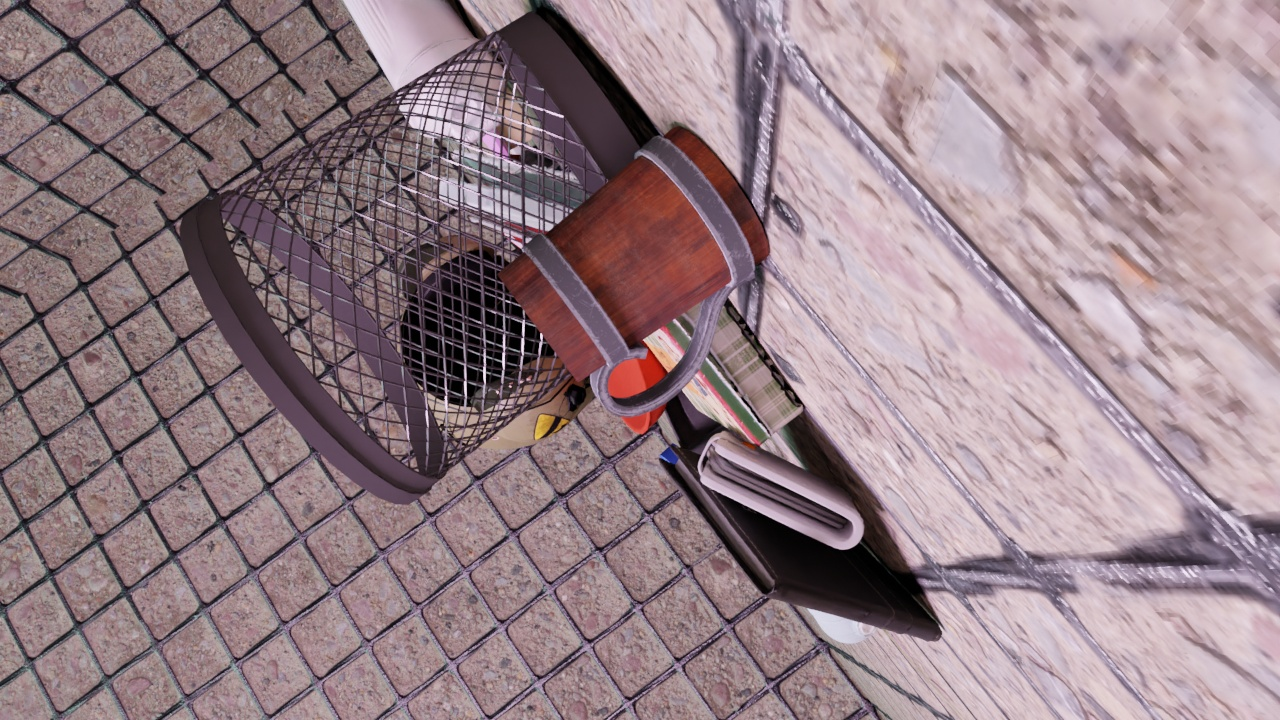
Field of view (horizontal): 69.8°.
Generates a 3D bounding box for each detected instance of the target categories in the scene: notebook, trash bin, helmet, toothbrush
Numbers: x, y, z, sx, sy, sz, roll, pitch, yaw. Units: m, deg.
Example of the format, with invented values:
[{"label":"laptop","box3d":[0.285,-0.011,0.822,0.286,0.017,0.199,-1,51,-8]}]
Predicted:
[{"label":"notebook","box3d":[0.122,0.142,0.713,0.209,0.029,0.169,29,-167,-39]},{"label":"trash bin","box3d":[-0.109,-0.066,0.566,0.218,0.227,0.218,55,180,0]},{"label":"helmet","box3d":[-0.135,-0.025,0.993,0.250,0.255,0.233,53,174,22]},{"label":"toothbrush","box3d":[-0.042,-0.142,0.791,0.186,0.015,0.016,51,-179,25]}]

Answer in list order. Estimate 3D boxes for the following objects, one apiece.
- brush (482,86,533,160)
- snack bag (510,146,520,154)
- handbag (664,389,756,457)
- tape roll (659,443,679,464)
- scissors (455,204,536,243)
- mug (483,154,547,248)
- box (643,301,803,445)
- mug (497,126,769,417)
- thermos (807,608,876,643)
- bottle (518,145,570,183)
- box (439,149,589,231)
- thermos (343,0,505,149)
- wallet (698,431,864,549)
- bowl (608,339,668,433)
[{"label":"brush","box3d":[-0.185,-0.293,0.927,0.228,0.043,0.089,51,176,27]},{"label":"snack bag","box3d":[-0.123,-0.209,1.141,0.196,0.016,0.070,56,174,-36]},{"label":"handbag","box3d":[0.038,0.022,0.969,0.195,0.072,0.176,58,177,24]},{"label":"tape roll","box3d":[0.056,0.118,0.859,0.093,0.016,0.091,42,171,36]},{"label":"scissors","box3d":[-0.056,-0.092,0.798,0.199,0.015,0.179,21,180,39]},{"label":"mug","box3d":[-0.098,-0.151,0.933,0.116,0.080,0.096,29,-171,-28]},{"label":"box","box3d":[0.049,-0.002,0.704,0.117,0.050,0.205,55,177,-10]},{"label":"mug","box3d":[0.003,-0.036,0.458,0.117,0.111,0.081,55,176,-32]},{"label":"thermos","box3d":[0.171,0.198,0.903,0.207,0.065,0.078,55,167,-27]},{"label":"bottle","box3d":[-0.073,-0.149,0.855,0.112,0.047,0.047,54,177,-16]},{"label":"box","box3d":[-0.090,-0.131,0.765,0.199,0.067,0.083,20,157,46]},{"label":"thermos","box3d":[-0.198,-0.290,0.814,0.220,0.099,0.099,57,178,16]},{"label":"wallet","box3d":[0.101,0.089,0.667,0.118,0.037,0.115,26,-175,6]},{"label":"bowl","box3d":[-0.005,0.005,0.850,0.122,0.035,0.122,55,156,39]}]
